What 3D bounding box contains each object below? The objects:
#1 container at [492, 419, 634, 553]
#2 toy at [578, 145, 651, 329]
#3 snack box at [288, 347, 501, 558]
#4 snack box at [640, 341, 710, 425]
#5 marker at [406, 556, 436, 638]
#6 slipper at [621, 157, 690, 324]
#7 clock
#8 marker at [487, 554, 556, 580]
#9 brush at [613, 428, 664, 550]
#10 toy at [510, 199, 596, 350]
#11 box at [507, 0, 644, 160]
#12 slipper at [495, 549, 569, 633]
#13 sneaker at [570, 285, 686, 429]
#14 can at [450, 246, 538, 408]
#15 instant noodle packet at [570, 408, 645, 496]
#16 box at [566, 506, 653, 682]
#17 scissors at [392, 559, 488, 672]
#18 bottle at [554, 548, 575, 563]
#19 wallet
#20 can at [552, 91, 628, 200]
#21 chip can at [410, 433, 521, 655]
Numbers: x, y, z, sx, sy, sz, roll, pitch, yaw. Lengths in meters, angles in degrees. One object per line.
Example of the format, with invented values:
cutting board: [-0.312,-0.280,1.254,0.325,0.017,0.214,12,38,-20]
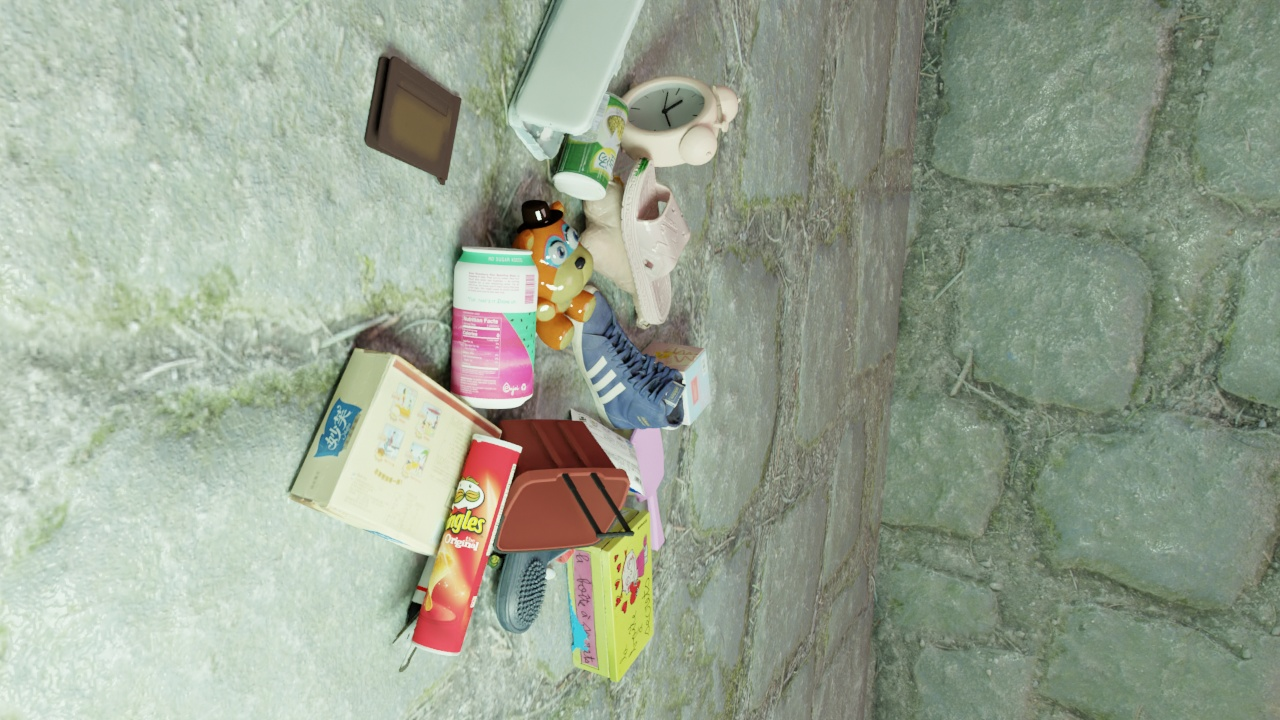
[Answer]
container: [-0.086,0.160,1.006,0.147,0.200,0.127,3,127,-33]
toy: [-0.009,-0.158,1.255,0.264,0.065,0.196,26,80,-63]
snack box: [-0.233,0.099,0.910,0.207,0.055,0.153,49,56,-57]
snack box: [0.045,0.033,1.375,0.079,0.095,0.093,-45,135,-48]
marker: [-0.227,0.230,0.999,0.019,0.019,0.145,48,56,-56]
slipper: [0.027,-0.146,1.190,0.094,0.064,0.240,-64,154,-44]
clock: [0.039,-0.305,1.198,0.130,0.161,0.086,-63,148,-31]
marker: [-0.147,0.263,1.161,0.146,0.017,0.017,37,65,-60]
brush: [0.002,0.189,1.392,0.089,0.043,0.229,-44,135,-49]
toy: [-0.105,-0.105,1.070,0.111,0.096,0.176,-56,132,-43]
box: [-0.075,-0.333,1.069,0.106,0.130,0.211,61,50,-68]
slipper: [-0.105,0.208,1.136,0.101,0.083,0.263,54,43,-54]
sneaker: [-0.008,0.008,1.242,0.091,0.119,0.233,-52,140,-43]
can: [-0.156,-0.036,0.982,0.088,0.088,0.166,-12,108,-61]
instant noodle packet: [-0.043,0.124,1.237,0.134,0.026,0.087,35,30,-39]
box: [-0.041,0.329,1.311,0.124,0.083,0.221,-33,125,-55]
scissors: [-0.208,0.243,1.005,0.179,0.015,0.196,50,56,-72]
bottle: [-0.079,0.209,1.228,0.137,0.062,0.062,-55,143,-38]
wallet: [-0.217,-0.232,0.894,0.115,0.018,0.091,15,84,-64]
can: [-0.060,-0.262,1.124,0.067,0.067,0.120,38,64,-59]
chip can: [-0.176,0.185,0.929,0.051,0.052,0.214,33,70,-60]
